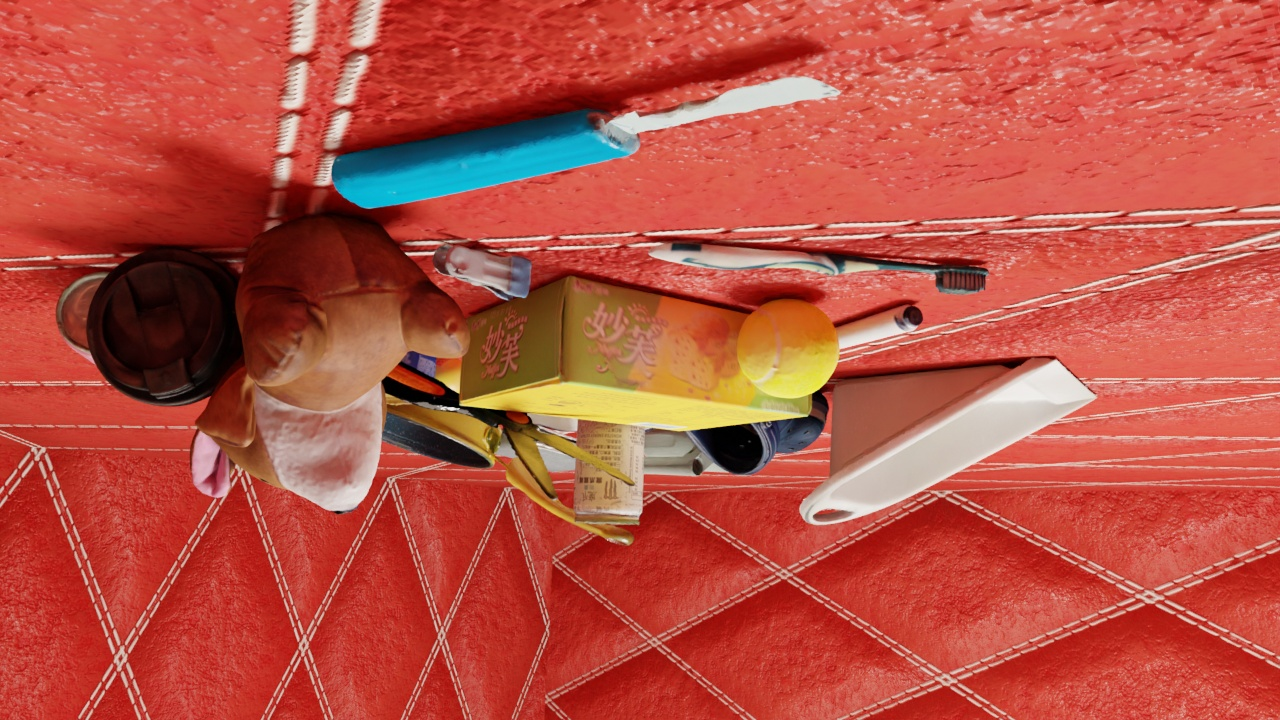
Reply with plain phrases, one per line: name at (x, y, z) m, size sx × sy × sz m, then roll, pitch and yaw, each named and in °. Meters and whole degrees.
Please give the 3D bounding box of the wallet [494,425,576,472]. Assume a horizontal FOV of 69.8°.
wallet at (-0.106, 0.094, 1.008) m, size 0.106 × 0.037 × 0.130 m, roll 21°, pitch 162°, yaw -30°

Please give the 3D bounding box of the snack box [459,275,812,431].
snack box at (-0.004, 0.004, 0.663) m, size 0.209 × 0.070 × 0.158 m, roll 10°, pitch 167°, yaw -34°

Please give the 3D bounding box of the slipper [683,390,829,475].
slipper at (0.106, 0.065, 0.906) m, size 0.105 × 0.095 × 0.252 m, roll -3°, pitch 165°, yaw 38°

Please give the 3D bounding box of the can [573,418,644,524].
can at (-0.025, 0.064, 0.774) m, size 0.058 × 0.146 × 0.058 m, roll 2°, pitch 170°, yaw 0°

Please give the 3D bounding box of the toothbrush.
toothbrush at (0.099, -0.050, 0.501) m, size 0.191 × 0.018 × 0.016 m, roll 3°, pitch 170°, yaw -6°

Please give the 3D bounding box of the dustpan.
dustpan at (0.286, 0.093, 0.889) m, size 0.258 × 0.142 × 0.222 m, roll -4°, pitch 168°, yaw 34°

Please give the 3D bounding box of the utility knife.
utility knife at (-0.034, -0.083, 0.351) m, size 0.224 × 0.018 × 0.034 m, roll -3°, pitch 166°, yaw 30°

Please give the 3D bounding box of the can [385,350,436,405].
can at (-0.250, 0.009, 0.791) m, size 0.148 × 0.049 × 0.074 m, roll 1°, pitch 169°, yaw 5°

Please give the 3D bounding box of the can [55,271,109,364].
can at (-0.364, -0.018, 0.651) m, size 0.058 × 0.058 × 0.147 m, roll 6°, pitch 169°, yaw -18°

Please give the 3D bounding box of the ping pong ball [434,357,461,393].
ping pong ball at (-0.177, 0.015, 0.831) m, size 0.040 × 0.040 × 0.040 m, roll 2°, pitch 169°, yaw 0°

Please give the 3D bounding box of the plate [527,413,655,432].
plate at (-0.060, 0.043, 0.947) m, size 0.205 × 0.045 × 0.205 m, roll 2°, pitch 170°, yaw 0°

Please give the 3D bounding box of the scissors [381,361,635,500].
scissors at (-0.113, 0.040, 0.703) m, size 0.232 × 0.022 × 0.220 m, roll 19°, pitch -162°, yaw -12°

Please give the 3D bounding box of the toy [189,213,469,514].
toy at (-0.173, 0.017, 0.503) m, size 0.139 × 0.130 × 0.200 m, roll -7°, pitch 156°, yaw -40°

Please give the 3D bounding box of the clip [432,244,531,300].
clip at (-0.089, -0.051, 0.518) m, size 0.057 × 0.025 × 0.036 m, roll 13°, pitch 173°, yaw -42°

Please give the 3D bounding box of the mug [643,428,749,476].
mug at (0.051, 0.092, 1.024) m, size 0.104 × 0.084 × 0.123 m, roll -5°, pitch -160°, yaw 42°

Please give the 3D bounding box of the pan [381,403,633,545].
pan at (-0.166, 0.094, 0.905) m, size 0.357 × 0.078 × 0.198 m, roll 15°, pitch 163°, yaw 11°

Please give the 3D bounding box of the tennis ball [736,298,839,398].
tennis ball at (0.095, -0.008, 0.595) m, size 0.065 × 0.065 × 0.065 m, roll 2°, pitch 169°, yaw 0°

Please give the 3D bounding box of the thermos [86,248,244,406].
thermos at (-0.276, -0.016, 0.583) m, size 0.093 × 0.093 × 0.143 m, roll 3°, pitch 176°, yaw -2°

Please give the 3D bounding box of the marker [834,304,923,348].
marker at (0.150, -0.020, 0.651) m, size 0.022 × 0.018 × 0.131 m, roll 16°, pitch 165°, yaw -20°
